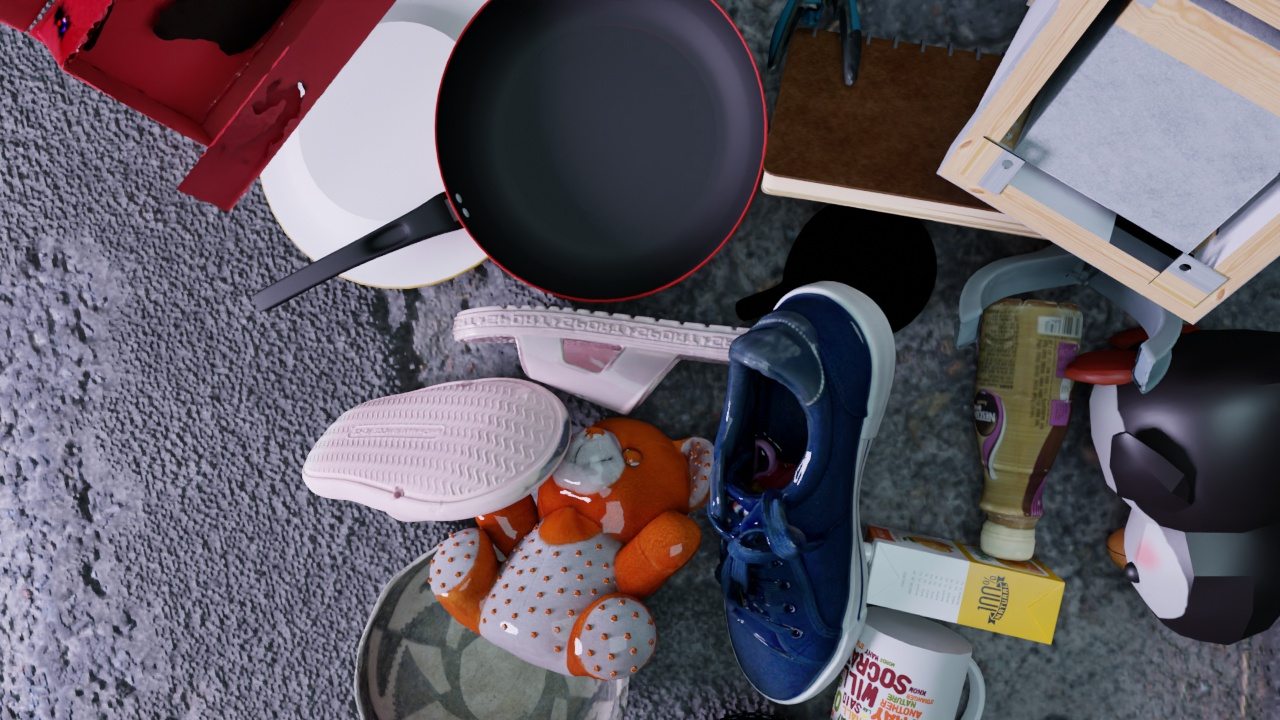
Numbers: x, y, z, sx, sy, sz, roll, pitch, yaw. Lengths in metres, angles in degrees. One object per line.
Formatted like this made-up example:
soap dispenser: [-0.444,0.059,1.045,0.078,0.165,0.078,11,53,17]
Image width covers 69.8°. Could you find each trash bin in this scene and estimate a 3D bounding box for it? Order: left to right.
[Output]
trash bin: [0.283,-0.172,0.468,0.142,0.143,0.246,32,52,5]

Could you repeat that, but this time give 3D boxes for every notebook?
notebook: [0.196,-0.141,0.559,0.225,0.024,0.167,11,51,7]

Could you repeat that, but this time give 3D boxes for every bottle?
bottle: [0.244,0.044,0.591,0.060,0.059,0.166,5,93,7]

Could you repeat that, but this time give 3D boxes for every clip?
clip: [0.280,-0.033,0.528,0.173,0.030,0.159,-34,46,-28]

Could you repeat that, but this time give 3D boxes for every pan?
pan: [-0.091,-0.113,0.596,0.357,0.067,0.209,-24,96,12]

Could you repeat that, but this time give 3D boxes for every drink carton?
drink carton: [0.202,0.143,0.601,0.122,0.058,0.040,11,94,7]

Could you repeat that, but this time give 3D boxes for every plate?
plate: [-0.171,-0.166,0.648,0.230,0.021,0.229,0,87,10]

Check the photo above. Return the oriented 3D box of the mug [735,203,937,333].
mug: [0.119,-0.050,0.587,0.122,0.094,0.085,-19,89,8]

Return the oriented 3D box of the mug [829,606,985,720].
mug: [0.182,0.222,0.606,0.105,0.073,0.089,12,94,-19]

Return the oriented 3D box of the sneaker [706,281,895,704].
sneaker: [0.074,0.106,0.540,0.121,0.127,0.295,27,128,39]

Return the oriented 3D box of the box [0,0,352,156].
box: [-0.292,-0.254,0.525,0.121,0.318,0.211,43,96,4]

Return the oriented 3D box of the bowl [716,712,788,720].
bowl: [0.079,0.292,0.620,0.120,0.066,0.120,0,92,8]

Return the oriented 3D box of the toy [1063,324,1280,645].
toy: [0.346,0.079,0.540,0.140,0.158,0.184,4,108,50]

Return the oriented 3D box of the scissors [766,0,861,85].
scissors: [0.115,-0.230,0.586,0.148,0.019,0.123,-37,69,-15]

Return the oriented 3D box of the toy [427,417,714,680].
toy: [-0.033,0.105,0.579,0.164,0.093,0.172,9,54,34]

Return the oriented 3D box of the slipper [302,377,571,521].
slipper: [-0.141,0.064,0.608,0.222,0.106,0.056,-3,134,34]

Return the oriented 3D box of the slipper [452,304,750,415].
slipper: [-0.004,0.004,0.608,0.239,0.094,0.064,5,89,2]

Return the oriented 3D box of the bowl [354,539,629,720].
bowl: [-0.096,0.210,0.622,0.178,0.081,0.178,2,61,-3]
